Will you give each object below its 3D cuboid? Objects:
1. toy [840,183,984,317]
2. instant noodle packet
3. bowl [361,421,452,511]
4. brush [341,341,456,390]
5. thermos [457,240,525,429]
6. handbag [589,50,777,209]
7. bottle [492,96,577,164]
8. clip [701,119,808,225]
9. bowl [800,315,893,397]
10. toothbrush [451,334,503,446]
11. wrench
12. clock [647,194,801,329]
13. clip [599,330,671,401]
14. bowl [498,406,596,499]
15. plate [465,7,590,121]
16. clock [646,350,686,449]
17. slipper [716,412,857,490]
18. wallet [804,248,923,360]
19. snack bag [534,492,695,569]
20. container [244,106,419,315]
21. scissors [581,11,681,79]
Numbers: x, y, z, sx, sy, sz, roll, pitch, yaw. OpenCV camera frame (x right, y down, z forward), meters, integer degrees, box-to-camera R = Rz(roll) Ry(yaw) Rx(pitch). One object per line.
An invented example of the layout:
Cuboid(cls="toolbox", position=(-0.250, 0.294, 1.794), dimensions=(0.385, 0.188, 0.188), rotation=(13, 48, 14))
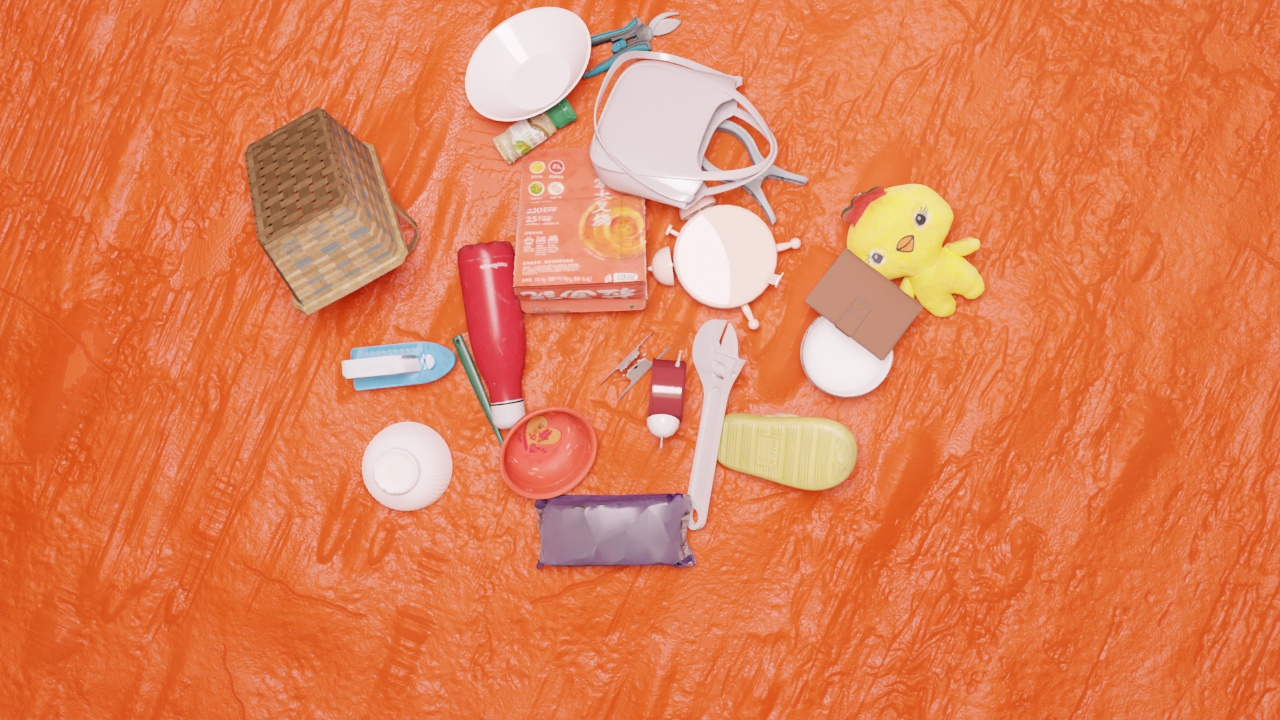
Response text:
Cuboid(cls="toy", position=(0.341, -0.140, 1.149), dimensions=(0.207, 0.092, 0.134), rotation=(46, 115, -6))
Cuboid(cls="instant noodle packet", position=(-0.075, -0.178, 1.165), dimensions=(0.164, 0.084, 0.220), rotation=(-2, 71, 2))
Cuboid(cls="bowl", position=(-0.309, 0.140, 1.190), dimensions=(0.118, 0.062, 0.118), rotation=(0, 90, 2))
Cuboid(cls="brush", position=(-0.307, 0.005, 1.182), dimensions=(0.136, 0.075, 0.055), rotation=(-6, 91, 3))
Cuboid(cls="thermos", position=(-0.184, -0.031, 1.178), dimensions=(0.073, 0.073, 0.240), rotation=(-8, 93, 2))
Cuboid(cls="handbag", position=(0.063, -0.289, 1.130), dimensions=(0.223, 0.095, 0.215), rotation=(16, 74, 16))
Cuboid(cls="bottle", position=(-0.137, -0.301, 1.189), dimensions=(0.111, 0.043, 0.043), rotation=(-34, 89, 3))
Cuboid(cls="clip", position=(0.142, -0.264, 1.186), dimensions=(0.163, 0.028, 0.106), rotation=(42, 93, 1))
Cuboid(cls="bowl", position=(0.257, -0.010, 1.164), dimensions=(0.113, 0.063, 0.113), rotation=(0, 89, 2))
Cuboid(cls="toothbrush", position=(-0.204, 0.054, 1.209), dimensions=(0.016, 0.017, 0.190), rotation=(-24, 88, 9))
Cuboid(cls="wrench", position=(0.083, 0.083, 1.179), dimensions=(0.018, 0.087, 0.273), rotation=(3, 102, -35))
Cuboid(cls="clock", position=(0.105, -0.132, 1.165), dimensions=(0.160, 0.086, 0.131), rotation=(28, 91, 8))
Cuboid(cls="clip", position=(-0.006, 0.008, 1.187), dimensions=(0.102, 0.054, 0.057), rotation=(-46, 125, 2))
Cuboid(cls="bowl", position=(-0.124, 0.111, 1.173), dimensions=(0.130, 0.045, 0.131), rotation=(-10, 117, -21))
Cuboid(cls="plate", position=(-0.138, -0.368, 1.172), dimensions=(0.174, 0.036, 0.173), rotation=(-8, 66, 18))
Cuboid(cls="clock", position=(0.032, 0.051, 1.163), dimensions=(0.044, 0.087, 0.124), rotation=(5, 87, 1))
Cuboid(cls="slipper", position=(0.185, 0.109, 1.165), dimensions=(0.191, 0.081, 0.091), rotation=(5, 97, 28))
Cuboid(cls="wallet", position=(0.274, -0.069, 1.126), dimensions=(0.121, 0.013, 0.087), rotation=(38, 87, 3))
Cuboid(cls="snack bag", position=(-0.034, 0.221, 1.181), dimensions=(0.205, 0.058, 0.096), rotation=(-2, 90, 3))
Cuboid(cls="container", position=(-0.377, -0.169, 1.143), dimensions=(0.157, 0.186, 0.249), rotation=(-28, 52, 2))
Cuboid(cls="scissors", position=(-0.021, -0.411, 1.196), dimensions=(0.131, 0.019, 0.149), rotation=(21, 90, 0))
